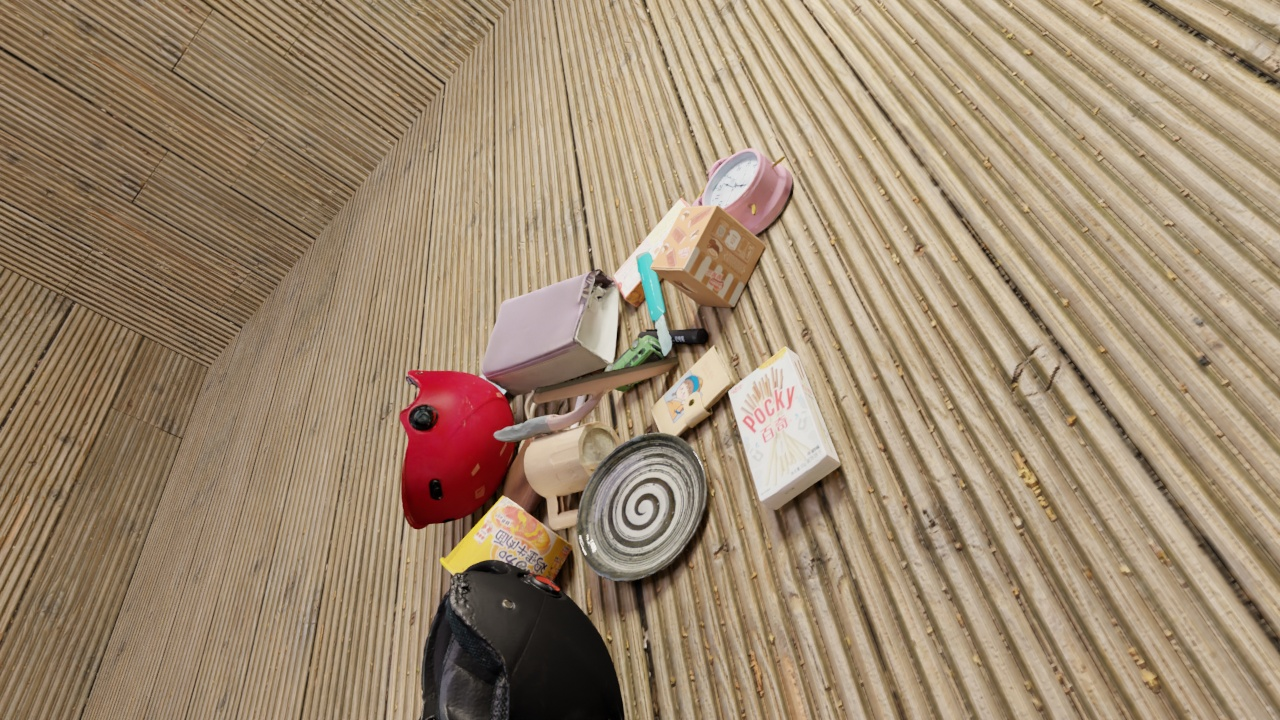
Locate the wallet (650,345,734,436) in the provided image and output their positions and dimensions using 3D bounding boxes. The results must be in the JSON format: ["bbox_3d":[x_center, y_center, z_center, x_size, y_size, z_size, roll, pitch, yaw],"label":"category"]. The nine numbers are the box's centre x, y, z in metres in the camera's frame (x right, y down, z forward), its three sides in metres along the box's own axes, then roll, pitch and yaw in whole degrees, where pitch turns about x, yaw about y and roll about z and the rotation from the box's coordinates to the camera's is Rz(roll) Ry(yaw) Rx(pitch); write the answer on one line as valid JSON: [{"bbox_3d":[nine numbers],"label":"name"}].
[{"bbox_3d":[0.063,0.045,1.094,0.115,0.024,0.087,-45,28,17],"label":"wallet"}]

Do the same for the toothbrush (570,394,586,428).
[{"bbox_3d":[-0.099,0.110,1.262,0.016,0.016,0.179,-19,47,44],"label":"toothbrush"}]

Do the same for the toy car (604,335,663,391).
[{"bbox_3d":[-0.007,0.007,1.203,0.091,0.043,0.036,-42,34,23],"label":"toy car"}]

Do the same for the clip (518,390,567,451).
[{"bbox_3d":[-0.156,0.087,1.316,0.103,0.092,0.035,-46,31,-4],"label":"clip"}]

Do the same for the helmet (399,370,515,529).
[{"bbox_3d":[-0.254,0.123,1.315,0.144,0.207,0.239,-4,48,3],"label":"helmet"}]

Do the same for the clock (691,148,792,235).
[{"bbox_3d":[0.125,-0.220,1.213,0.159,0.060,0.117,4,64,57],"label":"clock"}]

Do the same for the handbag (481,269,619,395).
[{"bbox_3d":[-0.126,-0.040,1.343,0.197,0.098,0.144,-17,55,36],"label":"handbag"}]

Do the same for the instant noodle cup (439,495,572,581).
[{"bbox_3d":[-0.157,0.240,1.121,0.109,0.138,0.138,-53,30,-12],"label":"instant noodle cup"}]

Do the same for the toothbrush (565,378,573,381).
[{"bbox_3d":[-0.119,0.032,1.365,0.189,0.014,0.017,3,74,55],"label":"toothbrush"}]

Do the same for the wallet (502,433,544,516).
[{"bbox_3d":[-0.155,0.166,1.260,0.101,0.032,0.124,-60,23,16],"label":"wallet"}]

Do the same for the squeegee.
[{"bbox_3d":[-0.107,0.070,1.157,0.250,0.247,0.040,-27,81,41],"label":"squeegee"}]

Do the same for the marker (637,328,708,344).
[{"bbox_3d":[0.041,-0.031,1.196,0.022,0.020,0.132,-51,26,-23],"label":"marker"}]

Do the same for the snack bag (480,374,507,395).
[{"bbox_3d":[-0.205,-0.001,1.492,0.191,0.039,0.110,-49,37,15],"label":"snack bag"}]

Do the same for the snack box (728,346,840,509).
[{"bbox_3d":[0.142,0.066,0.931,0.085,0.027,0.156,-41,37,25],"label":"snack box"}]

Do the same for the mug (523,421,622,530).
[{"bbox_3d":[-0.081,0.145,1.157,0.104,0.084,0.124,-20,70,43],"label":"mug"}]

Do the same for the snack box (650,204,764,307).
[{"bbox_3d":[0.084,-0.131,1.154,0.077,0.092,0.094,11,71,57],"label":"snack box"}]

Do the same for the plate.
[{"bbox_3d":[0.003,0.166,1.042,0.180,0.024,0.179,-21,51,28],"label":"plate"}]

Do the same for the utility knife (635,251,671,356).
[{"bbox_3d":[0.018,-0.081,1.237,0.029,0.013,0.216,-37,39,23],"label":"utility knife"}]

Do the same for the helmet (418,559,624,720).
[{"bbox_3d":[-0.137,0.331,0.910,0.234,0.230,0.274,-57,22,13],"label":"helmet"}]

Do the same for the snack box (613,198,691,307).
[{"bbox_3d":[0.026,-0.156,1.323,0.156,0.027,0.077,-48,32,14],"label":"snack box"}]
